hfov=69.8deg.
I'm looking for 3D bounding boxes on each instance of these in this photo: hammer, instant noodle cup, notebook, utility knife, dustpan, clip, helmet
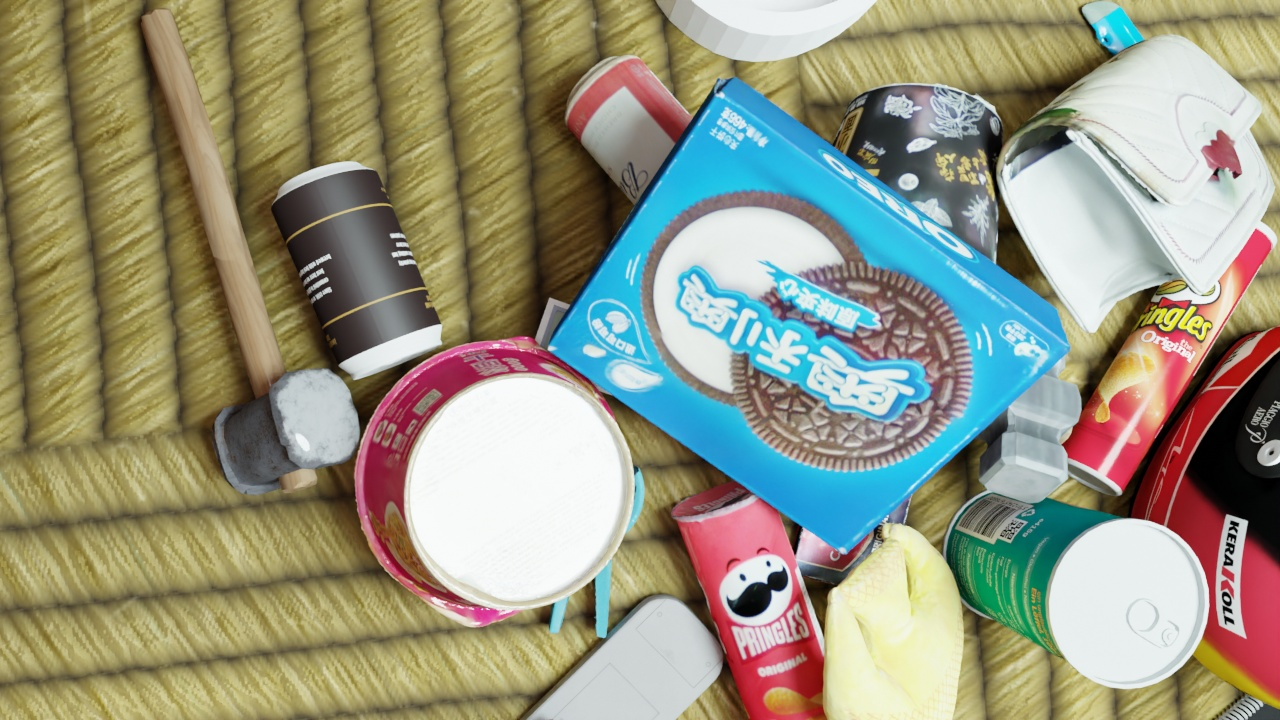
[{"bbox_3d":[0.136,-0.005,0.629,0.323,0.051,0.117,18,54,1],"label":"hammer"},{"bbox_3d":[-0.265,-0.074,0.591,0.098,0.052,0.328,-22,84,38],"label":"hammer"},{"bbox_3d":[-0.080,0.076,0.561,0.178,0.078,0.178,0,90,-21],"label":"instant noodle cup"},{"bbox_3d":[0.500,0.314,0.696,0.206,0.016,0.149,-37,95,-4],"label":"notebook"},{"bbox_3d":[0.400,-0.175,0.684,0.031,0.015,0.225,-34,90,-3],"label":"utility knife"},{"bbox_3d":[0.176,-0.110,0.609,0.137,0.137,0.112,16,79,-6],"label":"instant noodle cup"},{"bbox_3d":[0.111,-0.336,0.634,0.191,0.053,0.257,35,87,-5],"label":"dustpan"},{"bbox_3d":[-0.054,0.120,0.635,0.121,0.031,0.130,28,87,-9],"label":"clip"},{"bbox_3d":[0.461,0.099,0.588,0.197,0.224,0.271,31,88,-5],"label":"helmet"}]

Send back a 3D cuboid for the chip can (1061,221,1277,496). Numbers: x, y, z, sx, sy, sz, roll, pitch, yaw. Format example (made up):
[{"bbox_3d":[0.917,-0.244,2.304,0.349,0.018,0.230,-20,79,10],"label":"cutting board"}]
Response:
[{"bbox_3d":[0.378,-0.005,0.664,0.052,0.052,0.214,33,87,-5],"label":"chip can"}]

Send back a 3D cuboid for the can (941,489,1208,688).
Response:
[{"bbox_3d":[0.278,0.142,0.608,0.099,0.144,0.099,0,90,-6],"label":"can"}]

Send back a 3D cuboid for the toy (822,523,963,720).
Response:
[{"bbox_3d":[0.173,0.196,0.611,0.170,0.065,0.155,-32,106,-47],"label":"toy"}]

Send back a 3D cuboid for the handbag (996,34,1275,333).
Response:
[{"bbox_3d":[0.326,-0.126,0.595,0.198,0.096,0.142,-37,96,-36],"label":"handbag"}]

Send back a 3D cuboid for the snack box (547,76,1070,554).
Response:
[{"bbox_3d":[0.090,-0.018,0.549,0.239,0.056,0.196,34,121,-4],"label":"snack box"}]

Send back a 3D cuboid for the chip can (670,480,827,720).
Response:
[{"bbox_3d":[0.093,0.200,0.627,0.073,0.073,0.233,-20,93,-6],"label":"chip can"}]

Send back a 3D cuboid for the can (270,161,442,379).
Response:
[{"bbox_3d":[-0.183,-0.058,0.597,0.072,0.072,0.128,-23,93,-5],"label":"can"}]

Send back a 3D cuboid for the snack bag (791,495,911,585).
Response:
[{"bbox_3d":[0.159,0.088,0.660,0.074,0.018,0.155,14,91,-6],"label":"snack bag"}]

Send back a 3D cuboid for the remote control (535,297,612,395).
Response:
[{"bbox_3d":[-0.004,0.004,0.639,0.143,0.024,0.049,19,88,-7],"label":"remote control"}]

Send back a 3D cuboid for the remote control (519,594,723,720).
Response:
[{"bbox_3d":[-0.013,0.234,0.642,0.151,0.019,0.074,-44,94,-3],"label":"remote control"}]

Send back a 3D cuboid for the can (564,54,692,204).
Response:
[{"bbox_3d":[0.023,-0.122,0.607,0.067,0.067,0.170,-40,84,-4],"label":"can"}]
